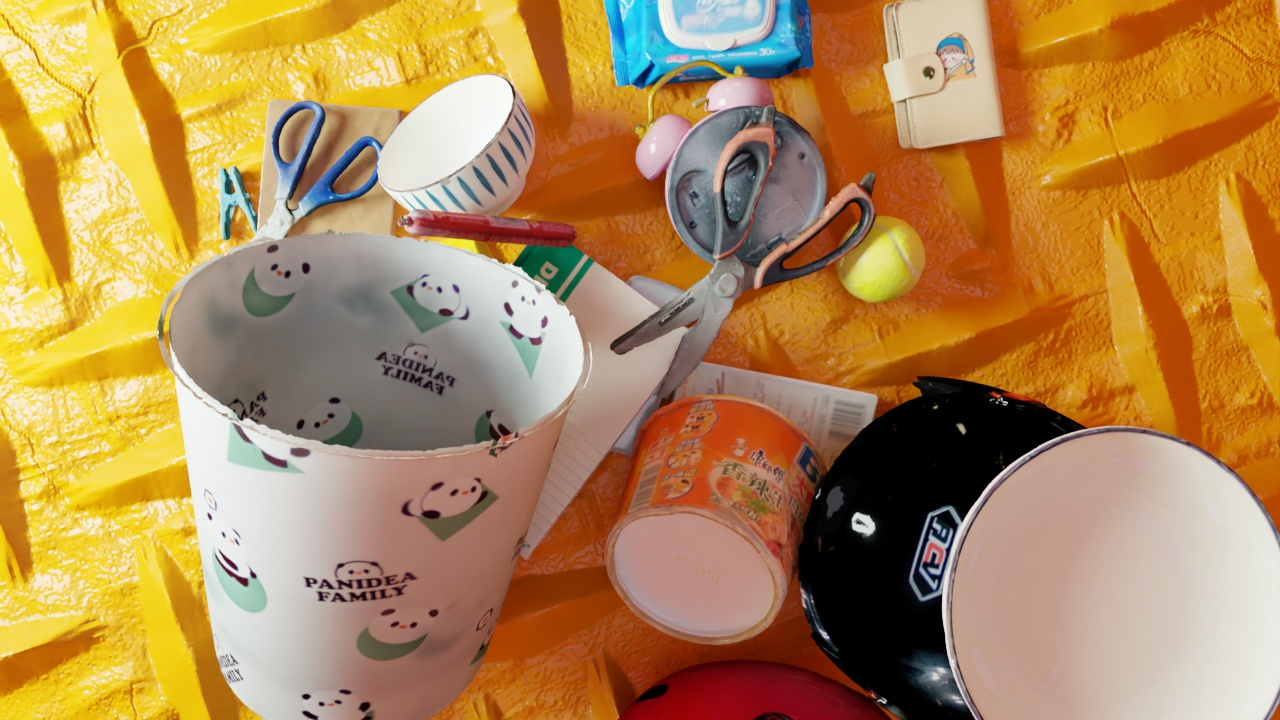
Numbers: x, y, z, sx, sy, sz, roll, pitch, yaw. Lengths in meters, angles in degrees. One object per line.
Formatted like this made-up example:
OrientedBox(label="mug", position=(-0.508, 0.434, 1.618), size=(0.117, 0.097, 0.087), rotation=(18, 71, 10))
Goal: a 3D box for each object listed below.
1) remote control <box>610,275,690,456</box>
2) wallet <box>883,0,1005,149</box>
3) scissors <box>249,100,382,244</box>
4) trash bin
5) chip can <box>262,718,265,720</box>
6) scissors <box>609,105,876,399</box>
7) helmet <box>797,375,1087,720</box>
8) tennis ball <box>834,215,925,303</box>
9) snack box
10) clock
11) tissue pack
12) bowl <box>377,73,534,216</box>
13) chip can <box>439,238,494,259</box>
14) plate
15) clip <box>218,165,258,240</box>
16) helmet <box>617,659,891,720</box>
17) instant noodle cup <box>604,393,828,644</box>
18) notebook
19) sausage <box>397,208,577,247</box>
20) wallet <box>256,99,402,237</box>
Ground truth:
OrientedBox(label="remote control", position=(-0.004, 0.004, 0.707), size=(0.056, 0.020, 0.136), rotation=(18, 89, -3))
OrientedBox(label="wallet", position=(0.233, -0.224, 0.710), size=(0.087, 0.024, 0.115), rotation=(-9, 93, -1))
OrientedBox(label="scissors", position=(-0.252, -0.107, 0.678), size=(0.144, 0.012, 0.170), rotation=(0, 89, -3))
OrientedBox(label="trash bin", position=(-0.166, 0.082, 0.573), size=(0.229, 0.229, 0.252), rotation=(13, 121, -3))
OrientedBox(label="chip can", position=(-0.241, 0.274, 0.682), size=(0.071, 0.071, 0.210), rotation=(-9, 91, -2))
OrientedBox(label="scissors", position=(0.074, -0.074, 0.654), size=(0.189, 0.015, 0.224), rotation=(0, 105, -9))
OrientedBox(label="helmet", position=(0.238, 0.139, 0.621), size=(0.274, 0.230, 0.233), rotation=(20, 91, -42))
OrientedBox(label="tennis ball", position=(0.180, -0.076, 0.691), size=(0.065, 0.065, 0.065), rotation=(0, 92, -3))
OrientedBox(label="snack box", position=(0.099, 0.053, 0.711), size=(0.157, 0.027, 0.084), rotation=(11, 92, -3))
OrientedBox(label="clock", position=(0.064, -0.143, 0.675), size=(0.117, 0.060, 0.158), rotation=(-32, 106, 0))
OrientedBox(label="tissue pack", position=(0.051, -0.258, 0.686), size=(0.157, 0.052, 0.095), rotation=(-5, 92, -2))
OrientedBox(label="bowl", position=(-0.124, -0.143, 0.665), size=(0.116, 0.116, 0.066), rotation=(-39, 135, -1))
OrientedBox(label="chip can", position=(-0.204, -0.025, 0.668), size=(0.213, 0.072, 0.072), rotation=(-22, 93, 1))
OrientedBox(label="plate", position=(0.249, 0.131, 0.491), size=(0.192, 0.039, 0.192), rotation=(0, 86, -5))
OrientedBox(label="clip", position=(-0.306, -0.120, 0.695), size=(0.037, 0.013, 0.055), rotation=(-9, 94, -3))
OrientedBox(label="helmet", position=(0.091, 0.293, 0.653), size=(0.240, 0.143, 0.207), rotation=(28, 133, 11))
OrientedBox(label="instant noodle cup", position=(0.049, 0.114, 0.636), size=(0.151, 0.111, 0.152), rotation=(10, 123, 15))
OrientedBox(label="notebook", position=(-0.078, 0.021, 0.693), size=(0.150, 0.012, 0.209), rotation=(37, 90, 12))
OrientedBox(label="sausage", position=(-0.102, -0.092, 0.641), size=(0.155, 0.020, 0.020), rotation=(-2, 92, -46))
OrientedBox(label="wallet", position=(-0.235, -0.139, 0.696), size=(0.101, 0.020, 0.115), rotation=(3, 89, -4))
